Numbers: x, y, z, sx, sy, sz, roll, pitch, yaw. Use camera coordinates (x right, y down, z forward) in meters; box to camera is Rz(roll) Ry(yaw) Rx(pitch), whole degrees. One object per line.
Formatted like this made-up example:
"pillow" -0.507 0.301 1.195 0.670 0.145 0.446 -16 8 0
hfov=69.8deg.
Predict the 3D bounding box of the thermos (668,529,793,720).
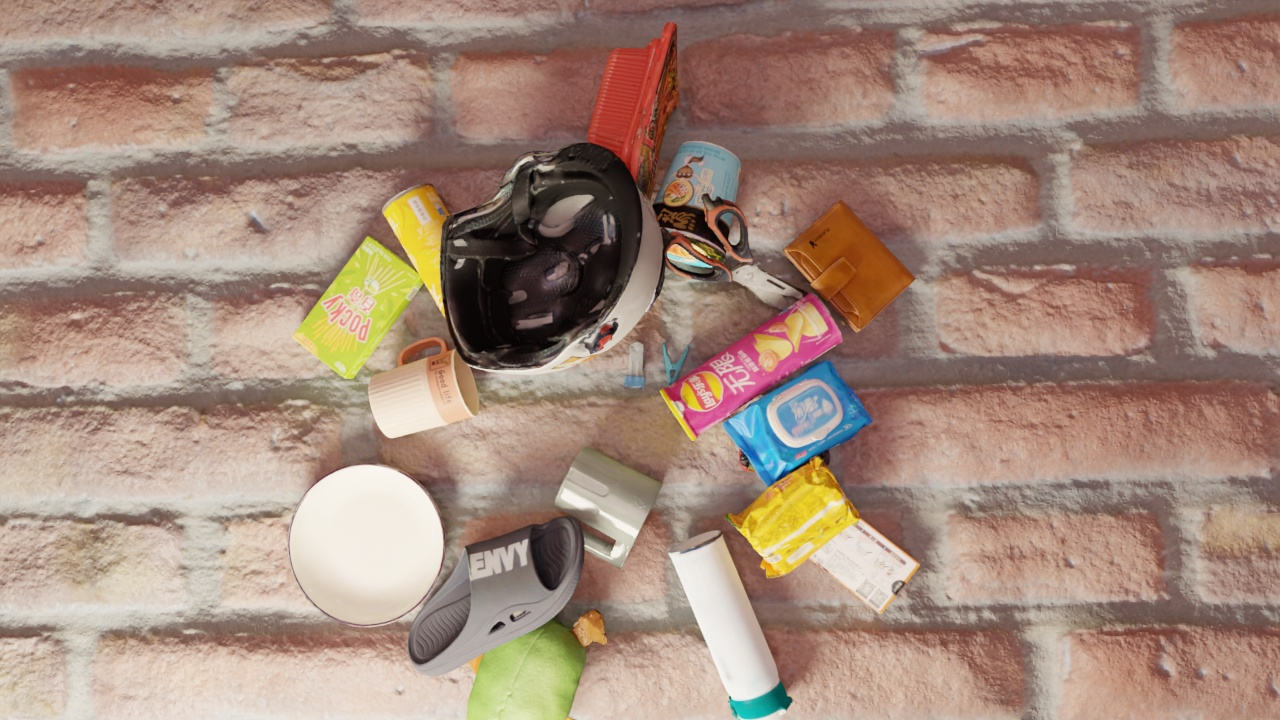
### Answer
"thermos" 0.103 0.313 1.060 0.073 0.073 0.224 -23 88 2

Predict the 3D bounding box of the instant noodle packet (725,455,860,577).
"instant noodle packet" 0.171 0.177 1.029 0.128 0.044 0.111 -35 120 3

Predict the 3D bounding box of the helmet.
"helmet" -0.078 -0.093 0.983 0.275 0.156 0.229 -30 65 23

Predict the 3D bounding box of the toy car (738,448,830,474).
"toy car" 0.168 0.111 1.076 0.106 0.031 0.049 4 71 -1

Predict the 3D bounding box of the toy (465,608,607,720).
"toy" -0.130 0.370 1.058 0.227 0.090 0.247 28 95 27

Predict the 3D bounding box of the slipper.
"slipper" -0.178 0.264 1.032 0.268 0.083 0.110 -36 45 15

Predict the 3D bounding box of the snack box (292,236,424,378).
"snack box" -0.341 -0.064 1.116 0.086 0.026 0.156 38 91 4

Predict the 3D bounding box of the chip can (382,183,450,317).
"chip can" -0.224 -0.102 1.087 0.072 0.072 0.213 -31 87 2

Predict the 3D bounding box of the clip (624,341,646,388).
"clip" -0.006 0.005 1.100 0.026 0.042 0.058 4 86 5

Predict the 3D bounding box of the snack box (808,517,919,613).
"snack box" 0.242 0.219 1.074 0.154 0.026 0.075 38 91 4

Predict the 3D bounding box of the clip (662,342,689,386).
"clip" 0.040 0.006 1.099 0.033 0.013 0.054 6 89 4

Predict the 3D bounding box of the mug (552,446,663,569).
"mug" -0.045 0.174 1.072 0.103 0.083 0.124 27 115 5

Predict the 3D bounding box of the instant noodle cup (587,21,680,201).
"instant noodle cup" -0.006 -0.269 1.025 0.079 0.164 0.188 14 79 4

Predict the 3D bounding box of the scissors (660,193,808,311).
"scissors" 0.115 -0.112 1.023 0.201 0.015 0.206 -13 130 -14

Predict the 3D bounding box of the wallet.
"wallet" 0.238 -0.106 1.071 0.118 0.035 0.130 -41 87 -21

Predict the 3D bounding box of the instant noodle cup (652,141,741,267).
"instant noodle cup" 0.063 -0.184 1.063 0.111 0.111 0.120 16 81 3

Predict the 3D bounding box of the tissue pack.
"tissue pack" 0.180 0.069 1.048 0.157 0.052 0.095 -29 75 -14

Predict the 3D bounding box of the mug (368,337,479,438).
"mug" -0.257 0.027 1.087 0.106 0.082 0.114 -16 61 4

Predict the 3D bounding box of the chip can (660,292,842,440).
"chip can" 0.128 0.006 1.065 0.210 0.071 0.071 -34 87 1

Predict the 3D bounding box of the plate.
"plate" -0.323 0.218 1.098 0.192 0.039 0.192 0 87 4
